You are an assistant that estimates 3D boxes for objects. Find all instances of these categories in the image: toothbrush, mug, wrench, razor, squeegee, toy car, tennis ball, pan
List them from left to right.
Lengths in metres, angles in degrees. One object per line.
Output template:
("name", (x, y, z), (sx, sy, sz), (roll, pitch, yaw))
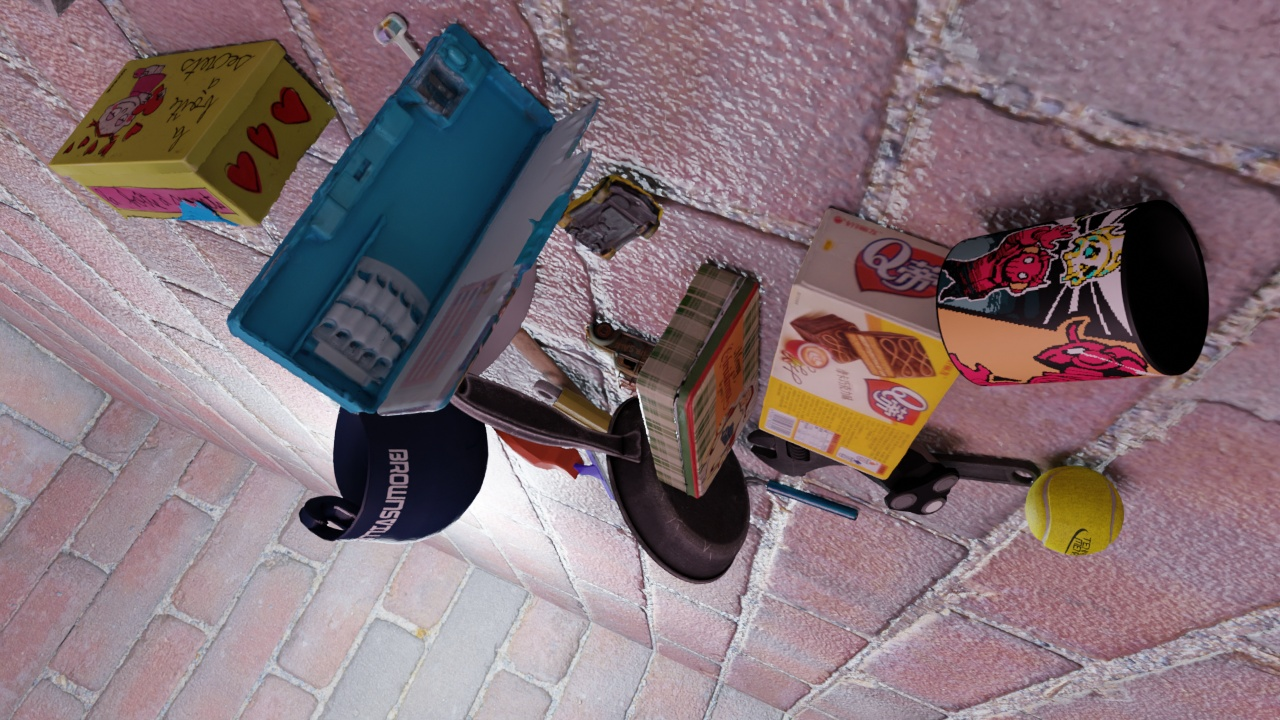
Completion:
("toothbrush", (-0.121, -0.168, 0.621), (0.022, 0.015, 0.155), (-30, 132, 14))
("squeegee", (-0.127, 0.109, 1.170), (0.185, 0.055, 0.250), (31, 163, 19))
("toy car", (-0.020, -0.101, 0.636), (0.049, 0.030, 0.107), (37, 158, -20))
("pan", (-0.021, 0.080, 0.813), (0.055, 0.187, 0.356), (-30, 135, 33))
("toy car", (-0.005, 0.005, 0.822), (0.112, 0.047, 0.047), (22, 161, 11))
("wrench", (0.002, 0.096, 0.991), (0.273, 0.018, 0.084), (31, 159, -10))
("razor", (0.161, 0.144, 0.979), (0.144, 0.022, 0.042), (12, 157, 20))
("razor", (0.180, 0.070, 0.754), (0.156, 0.060, 0.057), (38, 143, 27))
("wrench", (0.208, 0.086, 0.802), (0.274, 0.018, 0.073), (2, 138, 43))
("tennis ball", (0.318, 0.110, 0.673), (0.065, 0.065, 0.065), (23, 157, 10))
("mug", (0.230, -0.028, 0.472), (0.117, 0.081, 0.098), (8, 171, -35))

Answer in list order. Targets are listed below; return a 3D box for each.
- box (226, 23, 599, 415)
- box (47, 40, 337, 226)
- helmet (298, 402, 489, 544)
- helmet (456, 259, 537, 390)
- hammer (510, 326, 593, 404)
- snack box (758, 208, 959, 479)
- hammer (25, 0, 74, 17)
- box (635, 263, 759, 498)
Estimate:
("box", (-0.110, -0.086, 0.507), (0.098, 0.226, 0.122), (41, 155, -30))
("box", (-0.355, -0.176, 0.723), (0.221, 0.124, 0.081), (9, 154, 39))
("helmet", (-0.313, 0.107, 1.177), (0.222, 0.233, 0.272), (2, -150, -48))
("helmet", (-0.187, -0.077, 0.731), (0.118, 0.183, 0.272), (43, 159, 20))
("hammer", (-0.052, 0.061, 1.038), (0.119, 0.030, 0.331), (7, 147, 38))
("snack box", (0.151, 0.001, 0.626), (0.110, 0.061, 0.230), (22, 157, 12))
("hammer", (-0.526, -0.377, 0.589), (0.300, 0.037, 0.218), (31, 157, -8))
("box", (0.050, 0.025, 0.719), (0.049, 0.117, 0.206), (22, 156, 17))
